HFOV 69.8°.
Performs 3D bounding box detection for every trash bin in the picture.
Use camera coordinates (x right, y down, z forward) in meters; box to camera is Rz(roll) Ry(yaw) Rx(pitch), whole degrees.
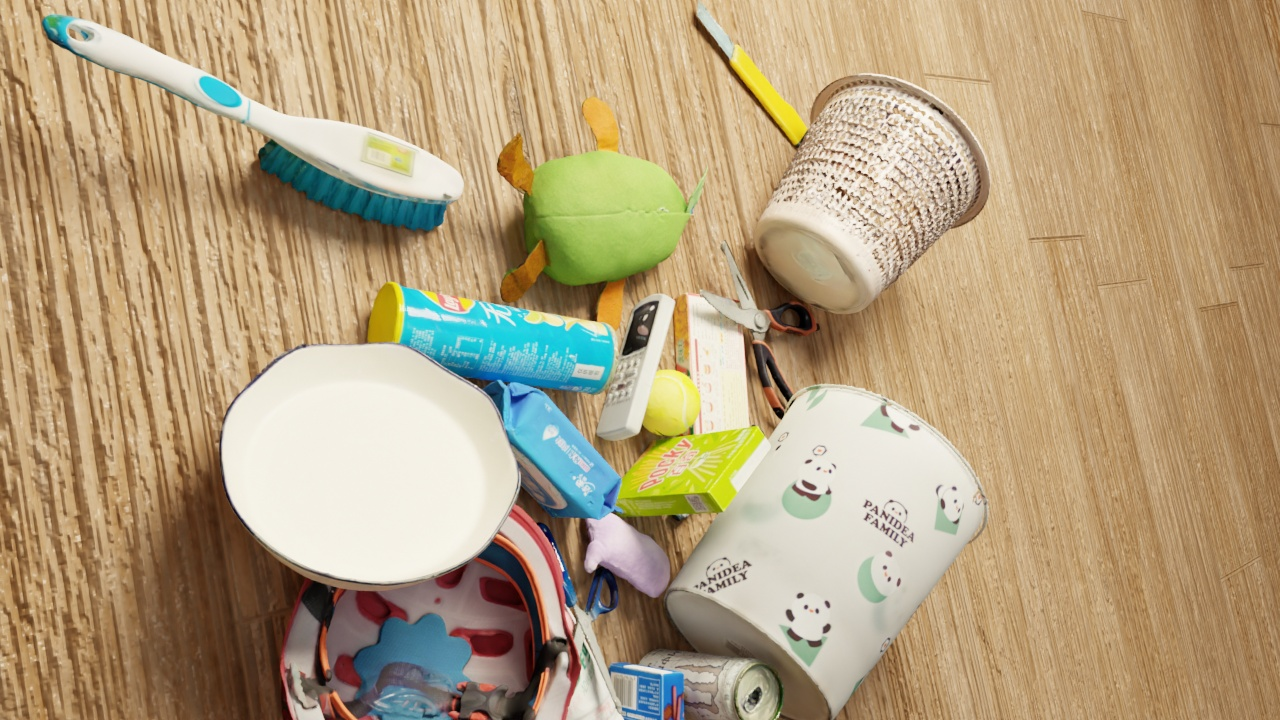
[{"bbox_3d":[0.238,-0.168,1.019,0.227,0.228,0.191,46,71,-18],"label":"trash bin"},{"bbox_3d":[0.170,0.189,0.880,0.251,0.230,0.229,-47,107,-27],"label":"trash bin"}]

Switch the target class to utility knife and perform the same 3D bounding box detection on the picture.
[{"bbox_3d":[0.134,-0.335,1.087,0.219,0.015,0.033,45,59,-21],"label":"utility knife"}]

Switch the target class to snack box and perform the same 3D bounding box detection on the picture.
[{"bbox_3d":[0.004,0.351,0.805,0.026,0.085,0.157,9,75,-33],"label":"snack box"},{"bbox_3d":[0.040,0.104,0.839,0.026,0.157,0.085,53,56,-16],"label":"snack box"},{"bbox_3d":[0.075,0.010,0.965,0.077,0.027,0.155,5,77,-35],"label":"snack box"}]

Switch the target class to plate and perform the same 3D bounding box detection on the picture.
[{"bbox_3d":[-0.193,0.076,0.662,0.204,0.046,0.204,15,45,-16],"label":"plate"}]

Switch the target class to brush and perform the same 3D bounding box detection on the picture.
[{"bbox_3d":[-0.279,-0.175,0.706,0.314,0.110,0.060,15,74,-32],"label":"brush"}]

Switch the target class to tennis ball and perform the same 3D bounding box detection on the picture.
[{"bbox_3d":[0.027,0.042,0.900,0.065,0.066,0.065,8,75,-34],"label":"tennis ball"}]

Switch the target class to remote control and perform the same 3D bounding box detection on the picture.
[{"bbox_3d":[-0.005,0.005,0.890,0.021,0.058,0.149,27,65,-27],"label":"remote control"}]

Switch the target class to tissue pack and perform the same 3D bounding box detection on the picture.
[{"bbox_3d":[-0.088,0.080,0.794,0.157,0.095,0.052,50,63,-16],"label":"tissue pack"}]

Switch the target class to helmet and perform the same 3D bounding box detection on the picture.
[{"bbox_3d":[-0.160,0.225,0.684,0.207,0.144,0.239,21,47,-15],"label":"helmet"}]

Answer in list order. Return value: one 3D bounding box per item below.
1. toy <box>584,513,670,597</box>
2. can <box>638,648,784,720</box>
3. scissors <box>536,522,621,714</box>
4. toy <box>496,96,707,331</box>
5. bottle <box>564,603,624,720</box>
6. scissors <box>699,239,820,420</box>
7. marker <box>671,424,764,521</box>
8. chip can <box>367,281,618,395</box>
[{"bbox_3d":[-0.011,0.181,0.853,0.108,0.039,0.083,39,29,-28],"label":"toy"},{"bbox_3d":[0.058,0.291,0.816,0.058,0.147,0.058,9,74,-34],"label":"can"},{"bbox_3d":[-0.050,0.213,0.784,0.176,0.012,0.162,59,16,8],"label":"scissors"},{"bbox_3d":[-0.041,-0.136,0.876,0.246,0.090,0.227,-10,103,-43],"label":"toy"},{"bbox_3d":[-0.073,0.257,0.786,0.068,0.068,0.197,-24,90,-36],"label":"bottle"},{"bbox_3d":[0.136,-0.028,1.000,0.225,0.015,0.189,7,77,-46],"label":"scissors"},{"bbox_3d":[0.078,0.113,0.931,0.130,0.018,0.023,-42,132,-19],"label":"marker"},{"bbox_3d":[-0.125,-0.016,0.803,0.210,0.071,0.071,9,75,-34],"label":"chip can"}]
